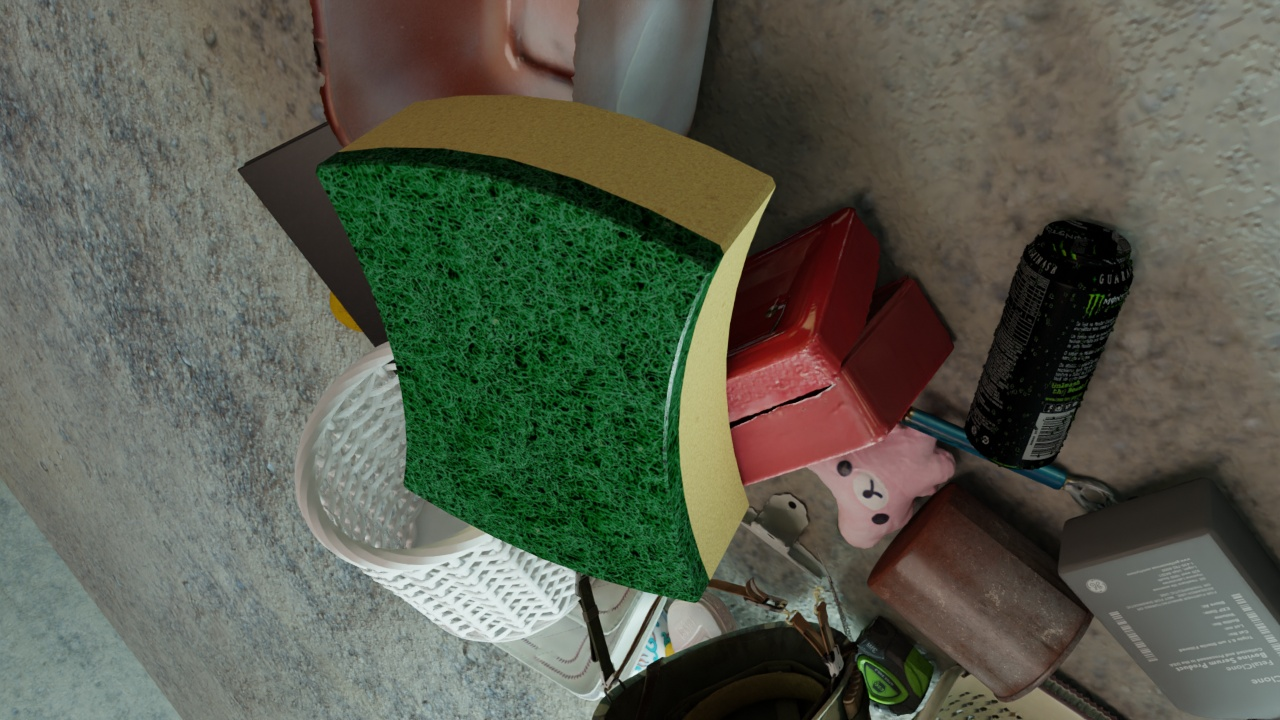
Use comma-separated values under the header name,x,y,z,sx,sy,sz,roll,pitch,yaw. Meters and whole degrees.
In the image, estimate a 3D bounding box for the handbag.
name,x,y,z,sx,sy,sz,roll,pitch,yaw
handbag,-0.081,0.189,0.809,0.199,0.142,0.096,22,172,27

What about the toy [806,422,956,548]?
name,x,y,z,sx,sy,sz,roll,pitch,yaw
toy,0.155,0.070,0.595,0.096,0.052,0.099,-27,100,34

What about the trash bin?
name,x,y,z,sx,sy,sz,roll,pitch,yaw
trash bin,-0.061,-0.225,0.491,0.182,0.156,0.260,26,133,23

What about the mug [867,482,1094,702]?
name,x,y,z,sx,sy,sz,roll,pitch,yaw
mug,0.208,0.146,0.585,0.110,0.096,0.123,45,162,13

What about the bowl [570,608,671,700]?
name,x,y,z,sx,sy,sz,roll,pitch,yaw
bowl,-0.041,0.273,0.874,0.144,0.074,0.144,21,130,27

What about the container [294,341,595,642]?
name,x,y,z,sx,sy,sz,roll,pitch,yaw
container,-0.133,0.101,0.708,0.189,0.189,0.187,23,156,26

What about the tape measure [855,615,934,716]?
name,x,y,z,sx,sy,sz,roll,pitch,yaw
tape measure,0.186,0.231,0.691,0.065,0.035,0.059,42,127,14

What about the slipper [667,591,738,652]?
name,x,y,z,sx,sy,sz,roll,pitch,yaw
slipper,0.096,0.310,0.799,0.094,0.064,0.239,-27,82,48

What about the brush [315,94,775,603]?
name,x,y,z,sx,sy,sz,roll,pitch,yaw
brush,-0.042,-0.001,0.476,0.195,0.075,0.251,17,134,21

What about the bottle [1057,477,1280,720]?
name,x,y,z,sx,sy,sz,roll,pitch,yaw
bottle,0.320,0.151,0.507,0.174,0.046,0.084,48,133,-10

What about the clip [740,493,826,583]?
name,x,y,z,sx,sy,sz,roll,pitch,yaw
clip,0.101,0.130,0.694,0.101,0.040,0.054,35,147,14

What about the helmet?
name,x,y,z,sx,sy,sz,roll,pitch,yaw
helmet,0.065,0.247,0.653,0.193,0.223,0.236,-15,111,30

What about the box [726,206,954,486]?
name,x,y,z,sx,sy,sz,roll,pitch,yaw
box,0.087,0.010,0.551,0.158,0.135,0.117,-23,116,45

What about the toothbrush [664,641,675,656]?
name,x,y,z,sx,sy,sz,roll,pitch,yaw
toothbrush,0.074,0.339,0.861,0.197,0.030,0.031,60,167,-17

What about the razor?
name,x,y,z,sx,sy,sz,roll,pitch,yaw
razor,0.225,0.062,0.547,0.144,0.022,0.042,27,132,13

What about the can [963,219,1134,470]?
name,x,y,z,sx,sy,sz,roll,pitch,yaw
can,0.215,-0.004,0.490,0.054,0.053,0.138,24,131,25

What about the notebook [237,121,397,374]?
name,x,y,z,sx,sy,sz,roll,pitch,yaw
notebook,-0.174,-0.081,0.709,0.169,0.019,0.231,-17,122,24

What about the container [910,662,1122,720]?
name,x,y,z,sx,sy,sz,roll,pitch,yaw
container,0.263,0.324,0.595,0.251,0.184,0.144,35,146,12

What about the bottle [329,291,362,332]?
name,x,y,z,sx,sy,sz,roll,pitch,yaw
bottle,-0.217,-0.102,0.764,0.071,0.070,0.164,39,136,12
